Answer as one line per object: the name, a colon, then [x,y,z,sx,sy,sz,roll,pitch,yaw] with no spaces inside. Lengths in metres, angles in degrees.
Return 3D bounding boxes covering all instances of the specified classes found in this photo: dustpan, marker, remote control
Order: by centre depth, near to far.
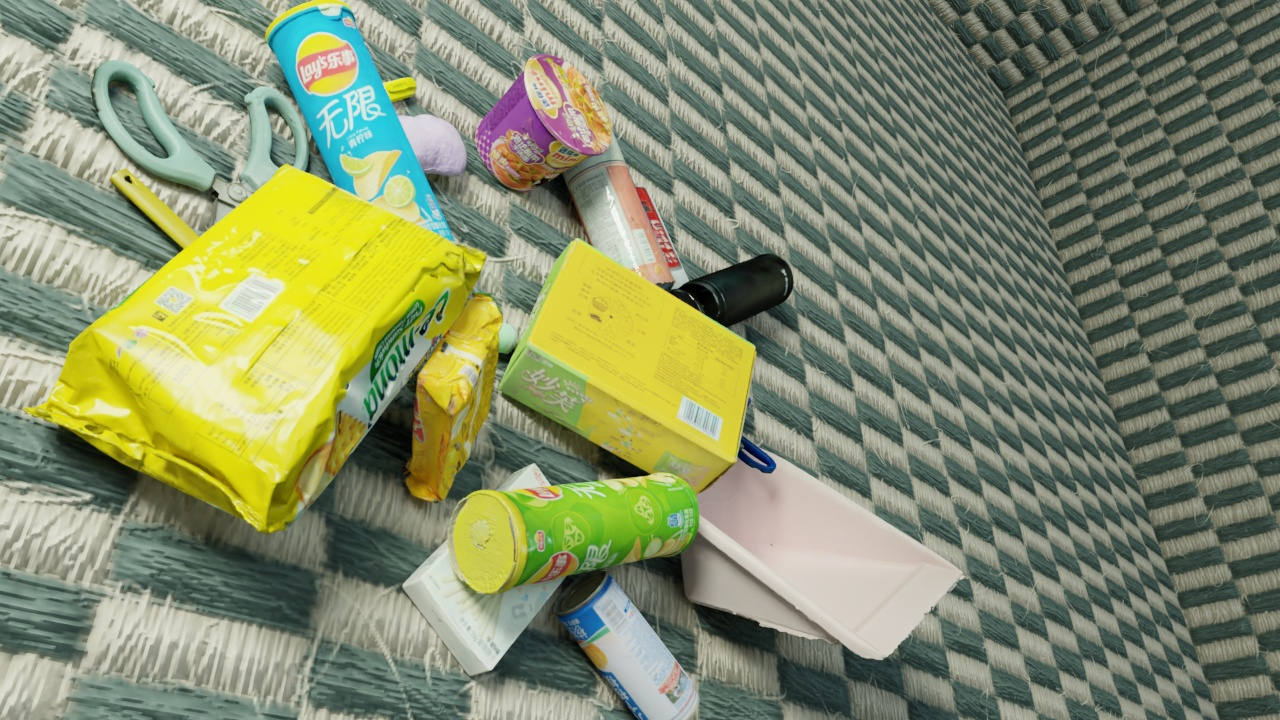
marker: [-0.238,-0.230,0.801,0.018,0.015,0.123,54,37,-5]
dustpan: [0.143,0.151,0.859,0.222,0.274,0.139,-13,102,-57]
remote control: [0.014,-0.138,1.050,0.055,0.020,0.136,-12,76,-55]

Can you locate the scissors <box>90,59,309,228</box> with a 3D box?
scissors: [-0.313,-0.154,0.654,0.181,0.019,0.170,29,47,-39]

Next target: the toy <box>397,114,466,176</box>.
toy: [-0.193,-0.186,0.807,0.107,0.039,0.084,-22,84,-57]

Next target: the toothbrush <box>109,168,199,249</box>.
toothbrush: [-0.282,-0.053,0.626,0.190,0.017,0.015,48,38,-17]

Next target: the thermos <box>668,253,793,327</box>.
thermos: [0.100,-0.064,1.078,0.241,0.068,0.090,-25,123,-54]

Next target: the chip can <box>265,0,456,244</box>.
chip can: [-0.218,-0.171,0.726,0.071,0.071,0.210,-25,91,-55]

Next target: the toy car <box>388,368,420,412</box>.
toy car: [-0.197,0.004,0.672,0.090,0.043,0.034,44,72,-31]

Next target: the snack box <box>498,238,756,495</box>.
snack box: [-0.005,0.005,0.833,0.210,0.070,0.157,30,43,-12]

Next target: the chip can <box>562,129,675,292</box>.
chip can: [-0.034,-0.163,0.963,0.071,0.071,0.214,-9,74,-53]

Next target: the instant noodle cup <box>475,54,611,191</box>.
instant noodle cup: [-0.100,-0.223,0.897,0.111,0.099,0.111,30,44,-35]

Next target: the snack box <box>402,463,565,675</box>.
snack box: [-0.104,0.154,0.698,0.084,0.027,0.156,56,36,-8]

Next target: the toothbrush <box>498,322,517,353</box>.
toothbrush: [-0.189,-0.041,0.724,0.224,0.027,0.026,17,83,-45]

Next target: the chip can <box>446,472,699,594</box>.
chip can: [-0.040,0.128,0.707,0.220,0.073,0.072,3,65,-51]

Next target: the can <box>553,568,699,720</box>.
can: [-0.010,0.234,0.736,0.134,0.053,0.053,54,36,-10]

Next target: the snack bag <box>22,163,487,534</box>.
snack bag: [-0.221,-0.022,0.563,0.158,0.068,0.245,25,50,3]

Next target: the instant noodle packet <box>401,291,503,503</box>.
instant noodle packet: [-0.136,0.028,0.664,0.044,0.129,0.110,18,43,-2]

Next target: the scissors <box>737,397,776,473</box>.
scissors: [0.074,0.054,0.950,0.173,0.012,0.162,37,27,9]

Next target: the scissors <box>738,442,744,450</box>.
scissors: [0.003,0.024,0.887,0.226,0.015,0.188,48,42,9]
